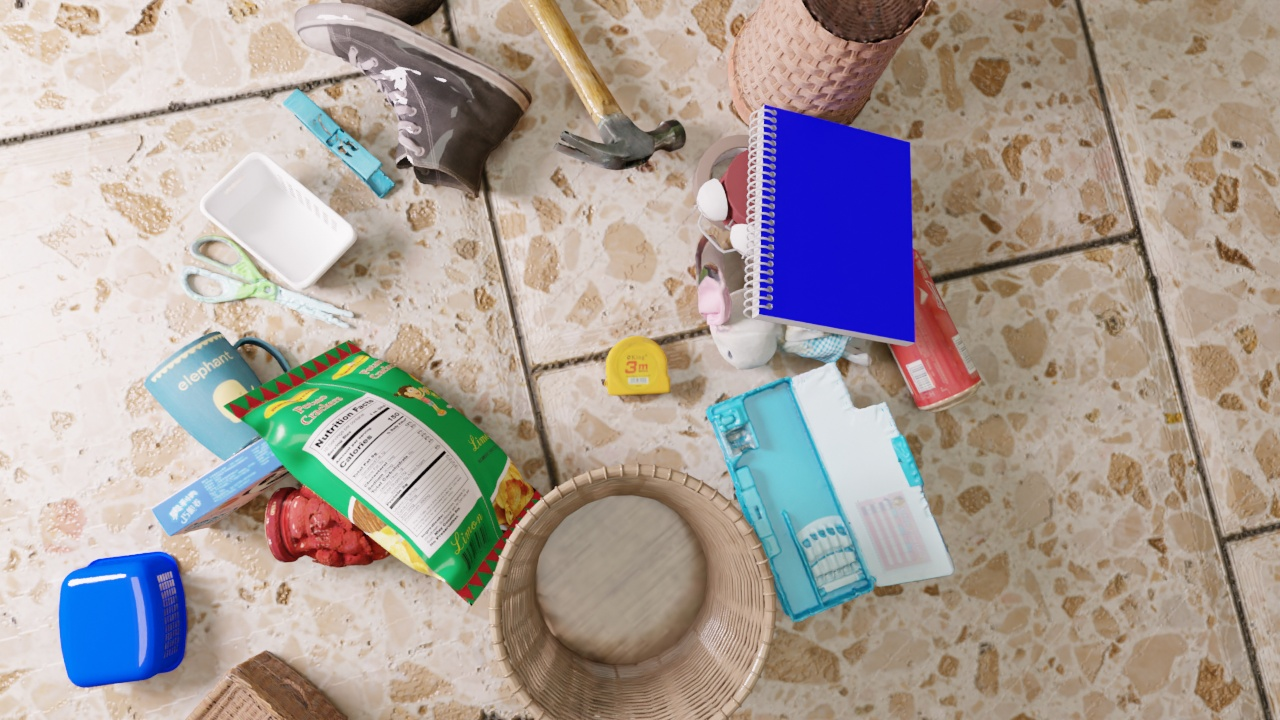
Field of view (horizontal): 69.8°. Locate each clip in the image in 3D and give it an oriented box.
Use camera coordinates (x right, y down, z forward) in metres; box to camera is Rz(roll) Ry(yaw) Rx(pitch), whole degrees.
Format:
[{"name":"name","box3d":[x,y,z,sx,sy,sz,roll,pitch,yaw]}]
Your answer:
[{"name":"clip","box3d":[-0.293,-0.214,0.877,0.127,0.113,0.028,42,80,13]}]

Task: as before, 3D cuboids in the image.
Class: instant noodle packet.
[{"name":"instant noodle packet","box3d":[-0.211,0.088,0.818,0.252,0.195,0.090,39,111,-1]}]

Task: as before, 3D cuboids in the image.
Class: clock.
[{"name":"clock","box3d":[0.109,-0.154,0.887,0.124,0.044,0.087,-42,89,-16]}]

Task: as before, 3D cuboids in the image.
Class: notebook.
[{"name":"notebook","box3d":[0.178,-0.127,0.861,0.171,0.022,0.209,9,73,-17]}]

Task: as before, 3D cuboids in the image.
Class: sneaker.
[{"name":"sneaker","box3d":[-0.237,-0.253,0.887,0.234,0.095,0.119,25,84,-9]}]

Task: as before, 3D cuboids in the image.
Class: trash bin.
[{"name":"trash bin","box3d":[0.172,-0.304,0.861,0.151,0.210,0.151,0,86,-4]}]

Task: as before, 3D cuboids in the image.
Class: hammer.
[{"name":"hammer","box3d":[-0.089,-0.334,0.918,0.132,0.033,0.330,-27,82,-31]}]

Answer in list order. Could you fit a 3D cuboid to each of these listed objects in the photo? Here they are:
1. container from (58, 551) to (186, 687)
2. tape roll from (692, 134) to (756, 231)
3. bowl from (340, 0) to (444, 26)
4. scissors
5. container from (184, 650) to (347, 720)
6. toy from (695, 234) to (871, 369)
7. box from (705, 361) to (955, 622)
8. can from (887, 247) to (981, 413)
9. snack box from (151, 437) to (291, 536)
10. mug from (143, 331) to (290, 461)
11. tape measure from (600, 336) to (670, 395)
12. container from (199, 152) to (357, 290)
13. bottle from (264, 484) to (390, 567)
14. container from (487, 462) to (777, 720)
[{"name":"container","box3d":[-0.478,0.239,0.842,0.096,0.058,0.114,-7,86,-5]},{"name":"tape roll","box3d":[0.101,-0.180,0.935,0.093,0.030,0.093,0,86,-5]},{"name":"bowl","box3d":[-0.252,-0.400,0.910,0.121,0.056,0.121,0,86,-5]},{"name":"scissors","box3d":[-0.362,-0.072,0.899,0.175,0.033,0.072,20,82,-7]},{"name":"container","box3d":[-0.368,0.369,0.814,0.114,0.113,0.198,42,84,-1]},{"name":"toy","box3d":[0.134,-0.033,0.910,0.205,0.130,0.106,21,115,-11]},{"name":"box","box3d":[0.183,0.122,0.899,0.181,0.074,0.227,-22,88,17]},{"name":"can","box3d":[0.277,-0.034,0.920,0.067,0.067,0.170,-26,88,-6]},{"name":"snack box","box3d":[-0.360,0.104,0.848,0.154,0.088,0.033,-33,88,-6]},{"name":"mug","box3d":[-0.382,0.030,0.862,0.104,0.085,0.111,51,55,-5]},{"name":"tape measure","box3d":[-0.005,0.005,0.912,0.068,0.030,0.059,-3,86,-7]},{"name":"container","box3d":[-0.343,-0.127,0.881,0.129,0.050,0.080,40,74,-1]},{"name":"bottle","box3d":[-0.280,0.141,0.854,0.111,0.099,0.099,-5,86,5]},{"name":"container","box3d":[-0.014,0.203,0.813,0.227,0.196,0.226,0,85,-5]}]
